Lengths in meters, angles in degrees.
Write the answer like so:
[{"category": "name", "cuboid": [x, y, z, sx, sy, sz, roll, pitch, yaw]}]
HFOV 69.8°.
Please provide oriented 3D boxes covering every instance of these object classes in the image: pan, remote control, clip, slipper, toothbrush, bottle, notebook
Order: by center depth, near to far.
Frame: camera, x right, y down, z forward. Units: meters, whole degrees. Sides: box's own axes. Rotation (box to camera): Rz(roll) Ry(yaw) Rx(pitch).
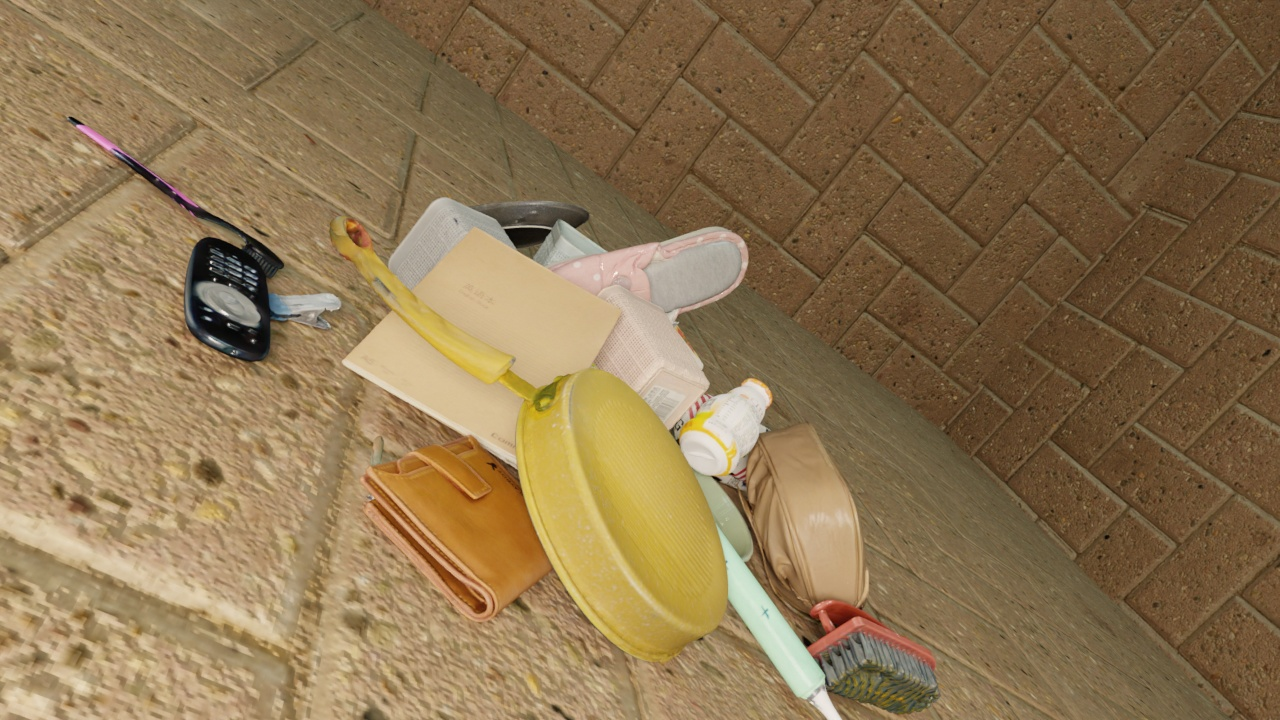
[{"category": "remote control", "cuboid": [-0.256, -0.035, 0.567, 0.053, 0.024, 0.136, 31, 16, -35]}, {"category": "pan", "cuboid": [-0.065, 0.041, 0.597, 0.357, 0.078, 0.197, 56, 18, -13]}, {"category": "clip", "cuboid": [-0.236, -0.037, 0.638, 0.056, 0.028, 0.024, 5, 34, -51]}, {"category": "toothbrush", "cuboid": [-0.338, -0.118, 0.664, 0.189, 0.018, 0.014, 35, 12, 0]}, {"category": "toothbrush", "cuboid": [0.106, 0.210, 0.667, 0.224, 0.027, 0.027, 54, -23, 19]}, {"category": "notebook", "cuboid": [-0.111, -0.019, 0.714, 0.149, 0.012, 0.210, 30, 39, -2]}, {"category": "bottle", "cuboid": [0.085, 0.061, 0.879, 0.063, 0.063, 0.108, 41, 52, 8]}, {"category": "slipper", "cuboid": [-0.007, -0.065, 0.921, 0.274, 0.114, 0.054, -17, 37, -20]}]

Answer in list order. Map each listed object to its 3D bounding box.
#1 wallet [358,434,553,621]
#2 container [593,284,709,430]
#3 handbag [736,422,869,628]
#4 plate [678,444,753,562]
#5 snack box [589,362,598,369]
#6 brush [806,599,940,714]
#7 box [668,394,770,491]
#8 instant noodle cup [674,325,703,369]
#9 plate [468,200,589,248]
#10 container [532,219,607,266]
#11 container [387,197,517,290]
[{"category": "wallet", "cuboid": [-0.104, 0.091, 0.547, 0.119, 0.035, 0.130, 47, 13, 7]}, {"category": "container", "cuboid": [-0.005, 0.005, 0.855, 0.089, 0.090, 0.111, 25, 23, -45]}, {"category": "handbag", "cuboid": [0.148, 0.147, 0.858, 0.204, 0.100, 0.148, -90, 166, -76]}, {"category": "plate", "cuboid": [0.002, 0.101, 0.802, 0.230, 0.027, 0.230, 37, 13, -11]}, {"category": "snack box", "cuboid": [-0.050, 0.032, 0.767, 0.086, 0.034, 0.140, 22, 19, -49]}, {"category": "brush", "cuboid": [0.195, 0.244, 0.761, 0.145, 0.063, 0.069, 31, 28, -36]}, {"category": "box", "cuboid": [0.087, 0.084, 0.967, 0.162, 0.086, 0.075, 33, 18, -33]}, {"category": "instant noodle cup", "cuboid": [0.000, -0.022, 1.053, 0.124, 0.117, 0.116, 44, 8, -32]}, {"category": "plate", "cuboid": [-0.146, -0.147, 1.037, 0.179, 0.180, 0.024, 6, 78, -67]}, {"category": "container", "cuboid": [-0.082, -0.074, 0.984, 0.090, 0.111, 0.090, 33, 14, -19]}, {"category": "container", "cuboid": [-0.153, -0.072, 0.836, 0.114, 0.090, 0.090, 50, 17, 30]}]
